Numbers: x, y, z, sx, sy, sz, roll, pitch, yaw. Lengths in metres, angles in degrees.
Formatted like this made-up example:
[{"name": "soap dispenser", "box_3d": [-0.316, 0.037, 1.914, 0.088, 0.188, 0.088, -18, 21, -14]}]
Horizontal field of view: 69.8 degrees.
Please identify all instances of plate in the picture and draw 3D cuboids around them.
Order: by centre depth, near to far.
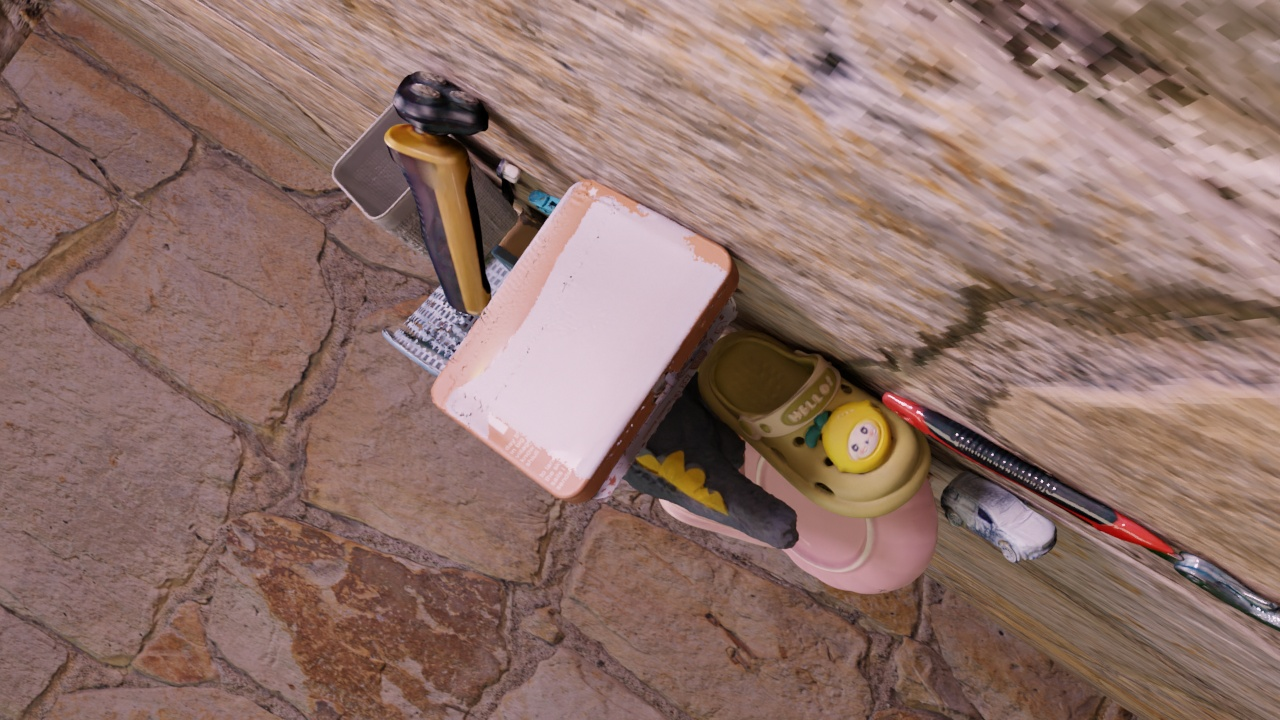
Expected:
[{"name": "plate", "box_3d": [0.155, 0.115, 0.772, 0.192, 0.038, 0.193, 29, 131, 39]}]

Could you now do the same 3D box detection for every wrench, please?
[{"name": "wrench", "box_3d": [0.266, 0.088, 0.553, 0.273, 0.016, 0.056, 32, 176, 30]}]

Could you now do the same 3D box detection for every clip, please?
[{"name": "clip", "box_3d": [-0.069, -0.123, 0.744, 0.056, 0.014, 0.040, 32, 175, 39]}]

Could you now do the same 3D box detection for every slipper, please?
[{"name": "slipper", "box_3d": [0.117, 0.039, 0.668, 0.190, 0.091, 0.081, 36, 175, 26]}]

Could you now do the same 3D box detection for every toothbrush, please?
[{"name": "toothbrush", "box_3d": [-0.114, -0.148, 0.798, 0.018, 0.015, 0.181, 25, 177, -7]}]

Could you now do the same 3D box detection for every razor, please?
[{"name": "razor", "box_3d": [-0.124, -0.105, 0.612, 0.062, 0.067, 0.168, -96, 0, -57]}]

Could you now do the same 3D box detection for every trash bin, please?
[{"name": "trash bin", "box_3d": [-0.163, -0.049, 1.113, 0.226, 0.195, 0.226, 33, 176, 2]}]

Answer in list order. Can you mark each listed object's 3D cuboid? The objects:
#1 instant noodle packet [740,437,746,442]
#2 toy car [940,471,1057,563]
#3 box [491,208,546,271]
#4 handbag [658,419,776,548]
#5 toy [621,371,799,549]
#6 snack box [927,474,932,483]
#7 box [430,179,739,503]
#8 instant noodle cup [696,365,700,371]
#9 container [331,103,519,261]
[{"name": "instant noodle packet", "box_3d": [0.185, 0.100, 1.046, 0.128, 0.044, 0.110, 34, -157, 14]}, {"name": "toy car", "box_3d": [0.273, 0.117, 0.700, 0.090, 0.042, 0.034, 37, 146, 48]}, {"name": "box", "box_3d": [-0.086, -0.093, 0.932, 0.090, 0.061, 0.184, 32, 178, 11]}, {"name": "handbag", "box_3d": [0.132, 0.133, 1.088, 0.234, 0.094, 0.192, 33, -146, -18]}, {"name": "toy", "box_3d": [0.016, 0.040, 0.772, 0.137, 0.091, 0.356, 0, -151, -14]}, {"name": "snack box", "box_3d": [0.206, 0.125, 0.859, 0.077, 0.094, 0.092, 26, 177, 40]}, {"name": "box", "box_3d": [-0.026, -0.009, 0.595, 0.152, 0.182, 0.178, 35, 180, -23]}, {"name": "instant noodle cup", "box_3d": [-0.006, 0.006, 0.954, 0.123, 0.112, 0.112, -5, -166, -23]}, {"name": "container", "box_3d": [-0.170, -0.135, 0.752, 0.090, 0.090, 0.114, 44, 180, 35]}]
